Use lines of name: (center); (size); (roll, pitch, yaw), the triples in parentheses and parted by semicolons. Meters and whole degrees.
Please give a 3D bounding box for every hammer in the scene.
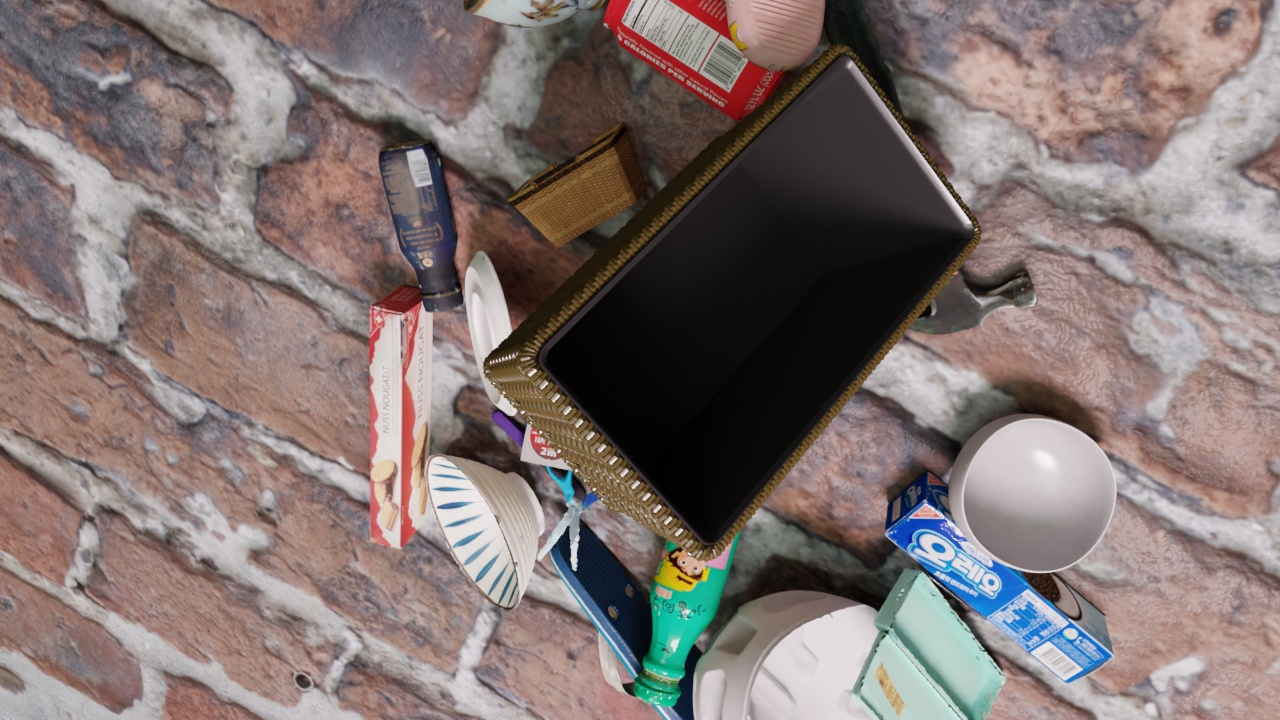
hammer: (0.206, -0.175, 0.748); (0.133, 0.033, 0.333); (-18, 104, 23)

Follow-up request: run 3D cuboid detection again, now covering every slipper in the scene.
slipper: (0.091, -0.308, 0.691); (0.093, 0.082, 0.197); (-1, 86, -25)
slipper: (-0.009, 0.299, 0.959); (0.060, 0.118, 0.295); (-38, 93, 18)

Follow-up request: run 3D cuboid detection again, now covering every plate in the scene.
plate: (-0.140, -0.024, 0.852); (0.014, 0.157, 0.157); (-12, 112, -19)

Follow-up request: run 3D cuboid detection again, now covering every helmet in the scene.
helmet: (0.177, 0.348, 0.873); (0.282, 0.184, 0.224); (39, 79, -7)

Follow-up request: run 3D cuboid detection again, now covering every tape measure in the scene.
tape measure: (-0.086, 0.079, 0.930); (0.060, 0.020, 0.062); (9, 87, 15)

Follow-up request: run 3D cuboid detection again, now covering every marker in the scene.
marker: (-0.104, 0.099, 0.956); (0.134, 0.018, 0.015); (45, 79, -5)

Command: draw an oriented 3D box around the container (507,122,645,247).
container: (-0.051, -0.152, 0.816); (0.114, 0.063, 0.061); (-26, 110, 24)

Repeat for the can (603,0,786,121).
can: (0.047, -0.256, 0.734); (0.142, 0.074, 0.075); (33, 117, 1)

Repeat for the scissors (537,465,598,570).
scissors: (-0.055, 0.150, 0.926); (0.104, 0.015, 0.133); (1, 68, 0)

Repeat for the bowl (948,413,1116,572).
bowl: (0.332, 0.112, 0.797); (0.132, 0.064, 0.132); (0, 91, -1)

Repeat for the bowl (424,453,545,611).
bowl: (-0.148, 0.163, 0.950); (0.177, 0.070, 0.178); (35, 138, 38)

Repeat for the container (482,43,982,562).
container: (0.049, -0.039, 0.676); (0.176, 0.320, 0.205); (49, 160, -13)

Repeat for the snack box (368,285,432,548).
snack box: (-0.247, 0.063, 0.952); (0.044, 0.076, 0.273); (11, 114, 8)

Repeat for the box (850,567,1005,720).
box: (0.268, 0.299, 0.847); (0.186, 0.136, 0.033); (50, 157, -25)

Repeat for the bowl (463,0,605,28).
bowl: (-0.064, -0.326, 0.711); (0.093, 0.159, 0.160); (18, 120, -25)

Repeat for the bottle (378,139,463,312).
bottle: (-0.204, -0.126, 0.872); (0.056, 0.056, 0.161); (-3, 110, 17)

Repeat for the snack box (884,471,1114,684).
snack box: (0.331, 0.201, 0.849); (0.226, 0.059, 0.059); (39, 121, -1)

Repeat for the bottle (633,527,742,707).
bottle: (0.044, 0.225, 0.885); (0.068, 0.068, 0.209); (17, 85, 9)
